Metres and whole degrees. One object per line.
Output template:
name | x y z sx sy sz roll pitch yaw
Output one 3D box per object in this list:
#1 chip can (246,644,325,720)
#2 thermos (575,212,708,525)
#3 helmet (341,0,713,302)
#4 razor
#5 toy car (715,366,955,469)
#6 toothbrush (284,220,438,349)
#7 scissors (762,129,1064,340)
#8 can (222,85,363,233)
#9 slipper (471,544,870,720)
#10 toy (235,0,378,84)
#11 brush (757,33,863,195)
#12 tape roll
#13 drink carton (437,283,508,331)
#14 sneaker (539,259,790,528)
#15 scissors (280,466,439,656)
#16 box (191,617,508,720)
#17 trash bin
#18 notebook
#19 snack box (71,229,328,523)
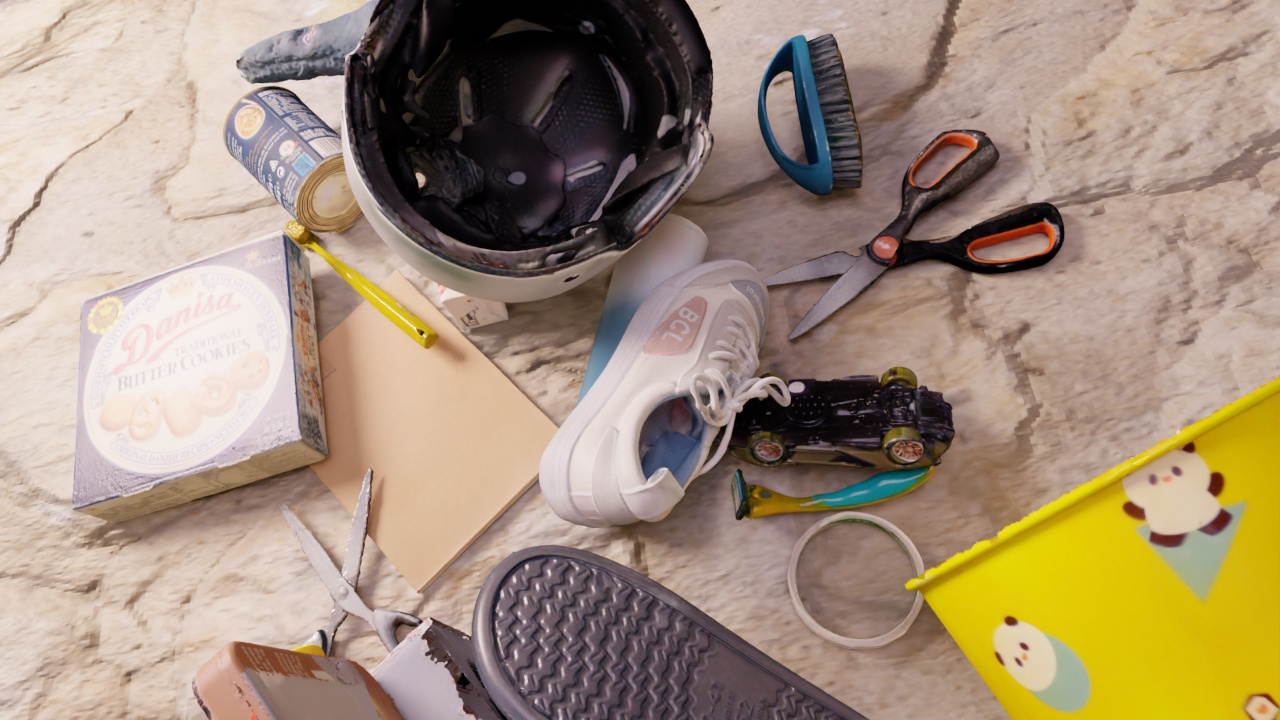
chip can | -0.166 0.274 0.534 0.073 0.073 0.216 -38 70 -9
thermos | -0.004 0.004 0.645 0.070 0.070 0.220 9 69 12
helmet | -0.083 -0.152 0.629 0.230 0.157 0.273 32 59 -10
razor | 0.127 0.085 0.606 0.132 0.028 0.043 -9 21 4
toy car | 0.126 0.041 0.612 0.158 0.042 0.070 0 41 14
toothbrush | -0.223 -0.063 0.720 0.190 0.016 0.015 35 78 28
scissors | 0.204 -0.085 0.673 0.204 0.022 0.224 25 72 18
can | -0.279 -0.164 0.754 0.075 0.075 0.111 -44 67 -11
slipper | 0.021 0.206 0.508 0.268 0.084 0.110 29 45 -2
toy | -0.145 -0.245 0.753 0.356 0.091 0.137 9 66 -1
brush | 0.129 -0.191 0.713 0.073 0.055 0.143 -7 66 4
tape roll | 0.138 0.140 0.587 0.086 0.014 0.085 -3 66 7
drink carton | -0.137 -0.089 0.710 0.045 0.053 0.122 -16 64 2
sneaker | 0.038 0.009 0.574 0.091 0.089 0.241 -6 33 41
scissors | -0.198 0.162 0.625 0.159 0.014 0.180 13 73 15
box | -0.090 0.216 0.454 0.082 0.261 0.177 -42 66 -10
trash bin | 0.298 0.166 0.444 0.229 0.230 0.255 -27 70 -4
notebook | -0.173 0.044 0.680 0.149 0.012 0.211 -44 67 -10
snack box | -0.335 0.011 0.696 0.178 0.046 0.182 -18 65 6
